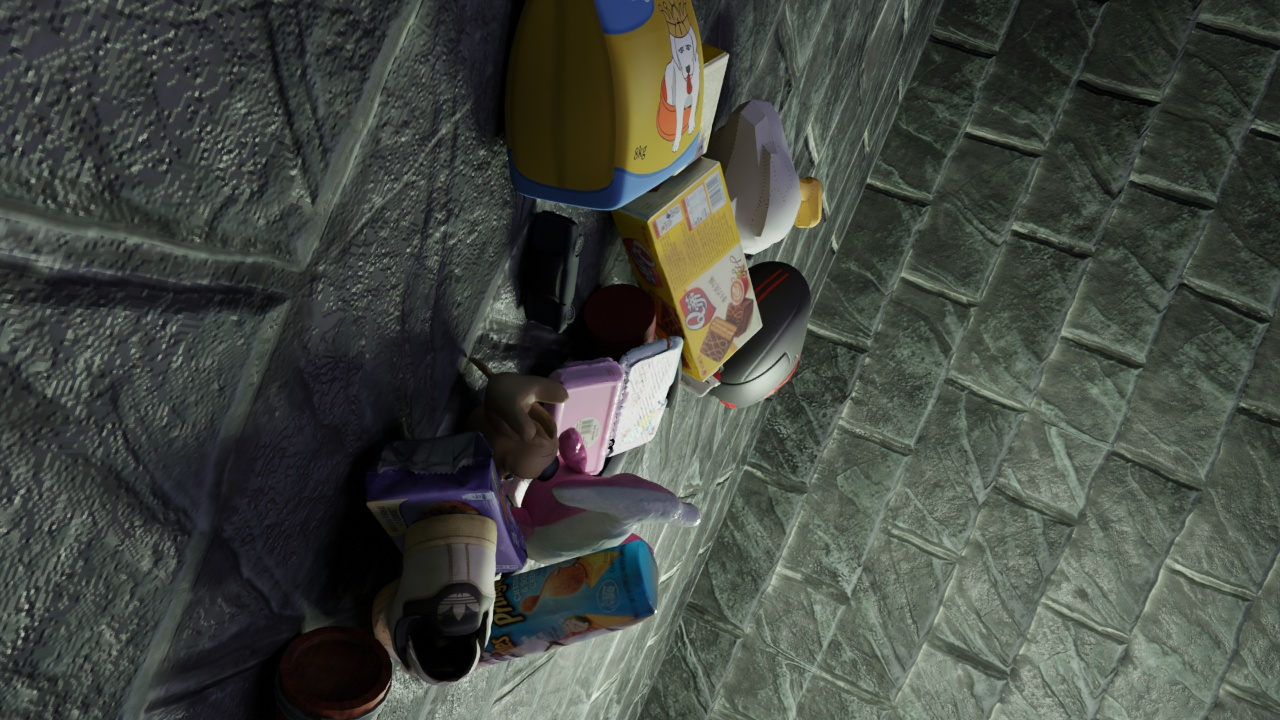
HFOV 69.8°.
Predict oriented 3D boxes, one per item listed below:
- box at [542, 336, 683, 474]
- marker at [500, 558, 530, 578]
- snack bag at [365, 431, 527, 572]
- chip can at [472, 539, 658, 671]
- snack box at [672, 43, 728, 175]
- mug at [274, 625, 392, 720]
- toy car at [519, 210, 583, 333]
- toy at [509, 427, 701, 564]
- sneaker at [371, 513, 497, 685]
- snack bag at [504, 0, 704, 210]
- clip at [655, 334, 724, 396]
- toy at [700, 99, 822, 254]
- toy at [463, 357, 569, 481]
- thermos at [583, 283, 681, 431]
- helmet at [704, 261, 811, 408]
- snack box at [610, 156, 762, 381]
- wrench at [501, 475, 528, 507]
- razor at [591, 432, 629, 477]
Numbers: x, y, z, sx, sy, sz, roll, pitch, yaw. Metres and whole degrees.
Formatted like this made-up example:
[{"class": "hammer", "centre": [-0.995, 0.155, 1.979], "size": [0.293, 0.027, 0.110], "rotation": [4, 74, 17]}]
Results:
[{"class": "box", "centre": [-0.033, 0.058, 0.984], "size": [0.154, 0.044, 0.202], "rotation": [-12, 147, -18]}, {"class": "marker", "centre": [-0.133, 0.227, 1.114], "size": [0.138, 0.016, 0.022], "rotation": [-42, 128, -59]}, {"class": "snack bag", "centre": [-0.150, 0.122, 0.739], "size": [0.206, 0.096, 0.058], "rotation": [89, -6, -59]}, {"class": "chip can", "centre": [-0.094, 0.233, 0.856], "size": [0.079, 0.230, 0.080], "rotation": [-18, 89, -78]}, {"class": "snack box", "centre": [0.032, -0.246, 0.881], "size": [0.083, 0.061, 0.106], "rotation": [-48, 156, -50]}, {"class": "mug", "centre": [-0.233, 0.278, 0.675], "size": [0.117, 0.081, 0.111], "rotation": [-110, -145, -57]}, {"class": "toy car", "centre": [-0.077, -0.074, 0.789], "size": [0.034, 0.046, 0.112], "rotation": [-50, 156, -51]}, {"class": "toy", "centre": [-0.060, 0.132, 0.908], "size": [0.266, 0.186, 0.127], "rotation": [-27, -126, 56]}, {"class": "sneaker", "centre": [-0.157, 0.209, 0.718], "size": [0.242, 0.088, 0.102], "rotation": [119, -36, -50]}, {"class": "snack bag", "centre": [-0.021, -0.232, 0.667], "size": [0.158, 0.102, 0.205], "rotation": [-45, 144, -54]}, {"class": "clip", "centre": [0.038, -0.010, 1.166], "size": [0.091, 0.125, 0.151], "rotation": [-56, -173, -8]}, {"class": "toy", "centre": [0.109, -0.192, 1.107], "size": [0.266, 0.141, 0.247], "rotation": [-22, 135, -45]}, {"class": "toy", "centre": [-0.112, 0.056, 0.786], "size": [0.133, 0.106, 0.108], "rotation": [-48, 167, -42]}, {"class": "thermos", "centre": [-0.006, 0.006, 1.037], "size": [0.199, 0.108, 0.083], "rotation": [86, 20, -56]}, {"class": "helmet", "centre": [0.178, -0.040, 1.501], "size": [0.265, 0.164, 0.169], "rotation": [-59, 155, 12]}, {"class": "snack box", "centre": [0.054, -0.097, 0.990], "size": [0.109, 0.062, 0.230], "rotation": [-42, 135, -22]}, {"class": "wrench", "centre": [-0.129, 0.151, 1.007], "size": [0.066, 0.018, 0.274], "rotation": [-61, 165, -19]}, {"class": "razor", "centre": [-0.035, 0.104, 1.204], "size": [0.156, 0.057, 0.060], "rotation": [-62, -164, -16]}]
